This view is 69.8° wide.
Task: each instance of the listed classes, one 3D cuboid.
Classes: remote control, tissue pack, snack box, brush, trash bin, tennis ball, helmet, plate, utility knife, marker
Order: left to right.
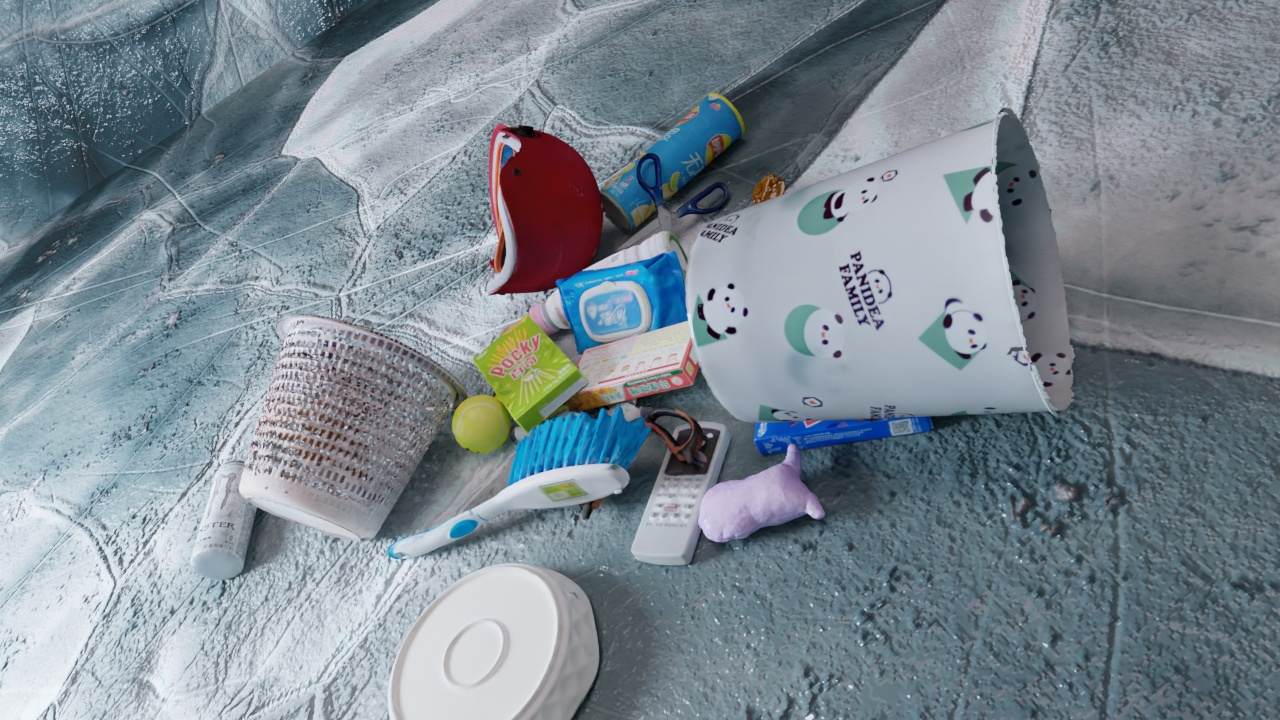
[{"bbox_3d":[-0.329,0.085,1.009,0.228,0.227,0.191,2,63,35],"label":"trash bin"},{"bbox_3d":[-0.176,0.070,1.015,0.066,0.065,0.065,-19,41,17],"label":"tennis ball"},{"bbox_3d":[-0.136,0.265,0.803,0.205,0.045,0.204,-19,42,18],"label":"plate"},{"bbox_3d":[-0.132,0.130,0.916,0.315,0.060,0.109,-17,44,33],"label":"brush"},{"bbox_3d":[-0.125,0.011,1.012,0.085,0.026,0.156,-40,36,-4],"label":"snack box"},{"bbox_3d":[-0.107,0.049,0.999,0.033,0.015,0.220,-42,28,-22],"label":"utility knife"},{"bbox_3d":[-0.123,-0.193,1.167,0.144,0.207,0.239,1,40,-13],"label":"helmet"},{"bbox_3d":[-0.090,0.075,0.975,0.131,0.018,0.022,-12,47,39],"label":"marker"},{"bbox_3d":[-0.017,-0.061,1.016,0.157,0.095,0.052,-10,12,26],"label":"tissue pack"},{"bbox_3d":[-0.006,0.006,0.963,0.156,0.027,0.076,-14,37,34],"label":"snack box"},{"bbox_3d":[0.039,0.120,0.852,0.058,0.021,0.149,-4,48,32],"label":"remote control"},{"bbox_3d":[0.183,0.036,0.837,0.157,0.026,0.084,-12,44,24],"label":"snack box"},{"bbox_3d":[0.189,-0.052,0.738,0.252,0.229,0.228,-11,44,33],"label":"trash bin"}]

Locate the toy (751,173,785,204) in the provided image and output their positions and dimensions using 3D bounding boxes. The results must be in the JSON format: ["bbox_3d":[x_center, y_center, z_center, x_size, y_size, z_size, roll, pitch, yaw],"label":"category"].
[{"bbox_3d":[0.180,-0.106,0.938,0.226,0.090,0.247,-47,44,-15],"label":"toy"}]

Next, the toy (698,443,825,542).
[{"bbox_3d":[0.099,0.120,0.797,0.108,0.039,0.083,-25,40,14],"label":"toy"}]

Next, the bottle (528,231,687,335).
[{"bbox_3d":[-0.040,-0.085,1.086,0.197,0.068,0.068,-23,40,18],"label":"bottle"}]

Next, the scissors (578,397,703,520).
[{"bbox_3d":[-0.010,0.066,0.929,0.189,0.015,0.225,-16,41,35],"label":"scissors"}]

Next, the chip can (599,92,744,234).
[{"bbox_3d":[0.039,-0.259,1.206,0.210,0.071,0.071,-43,40,-11],"label":"chip can"}]

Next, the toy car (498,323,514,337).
[{"bbox_3d":[-0.157,-0.013,1.115,0.042,0.035,0.090,-18,39,16],"label":"toy car"}]

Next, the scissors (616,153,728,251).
[{"bbox_3d":[0.036,-0.187,1.136,0.162,0.012,0.175,-15,70,-13],"label":"scissors"}]

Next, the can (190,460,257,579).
[{"bbox_3d":[-0.501,0.192,1.116,0.058,0.058,0.146,-25,40,11],"label":"can"}]
